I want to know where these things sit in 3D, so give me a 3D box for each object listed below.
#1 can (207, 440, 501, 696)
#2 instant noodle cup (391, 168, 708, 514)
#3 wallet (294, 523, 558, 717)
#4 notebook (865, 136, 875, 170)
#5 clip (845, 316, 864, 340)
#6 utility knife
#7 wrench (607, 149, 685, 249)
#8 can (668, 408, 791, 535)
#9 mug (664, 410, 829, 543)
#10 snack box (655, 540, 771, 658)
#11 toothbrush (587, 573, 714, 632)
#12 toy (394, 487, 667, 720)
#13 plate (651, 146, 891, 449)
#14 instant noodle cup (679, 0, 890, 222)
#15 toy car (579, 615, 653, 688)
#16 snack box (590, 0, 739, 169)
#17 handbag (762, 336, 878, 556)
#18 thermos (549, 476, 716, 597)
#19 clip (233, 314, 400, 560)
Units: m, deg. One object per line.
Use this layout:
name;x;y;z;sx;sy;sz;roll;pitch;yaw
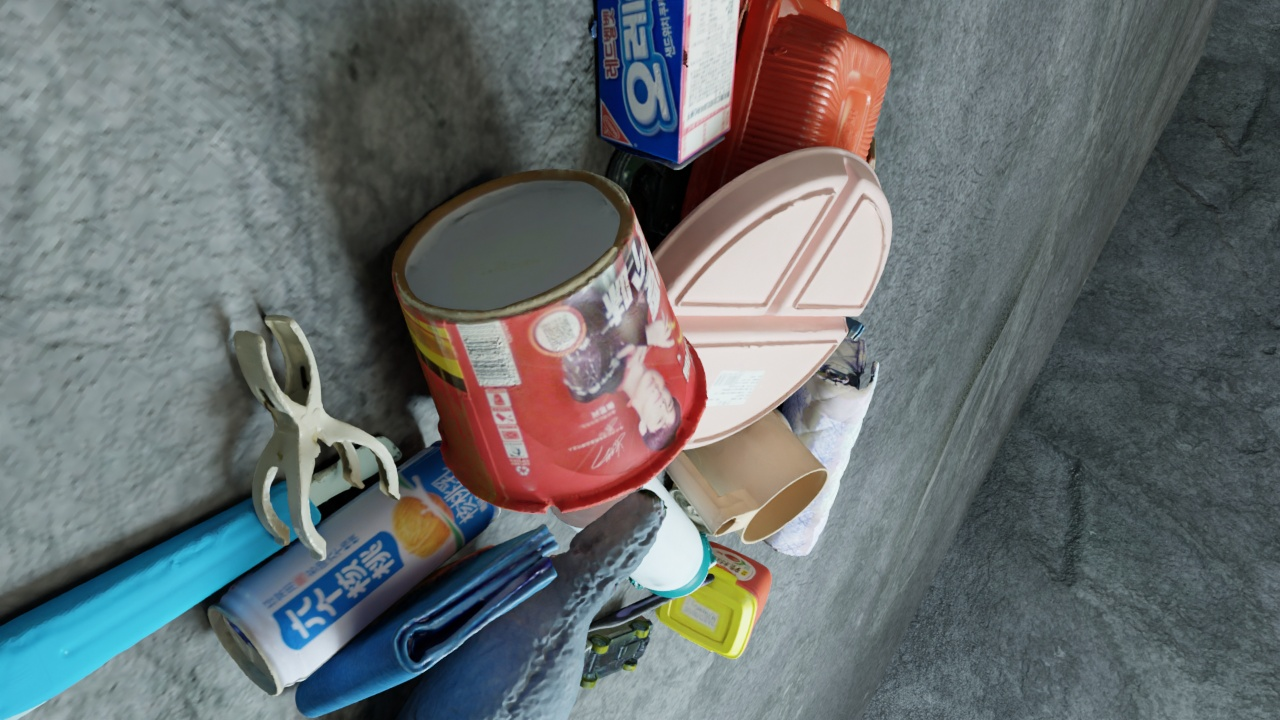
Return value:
can;-0.132;0.095;0.440;0.134;0.053;0.053;-38;142;-40
instant noodle cup;-0.043;-0.015;0.426;0.137;0.138;0.109;-47;140;-30
wallet;-0.108;0.133;0.465;0.106;0.040;0.133;-30;176;-46
notebook;0.169;-0.104;0.756;0.207;0.008;0.148;-52;158;-68
clip;0.210;-0.019;0.960;0.057;0.025;0.031;-59;147;4
utility knife;-0.177;0.080;0.389;0.198;0.018;0.034;-33;122;-47
wrench;0.025;-0.047;0.630;0.056;0.016;0.274;-49;148;-20
can;0.078;0.090;0.785;0.116;0.058;0.059;-46;147;-30
mug;0.066;0.076;0.693;0.124;0.103;0.084;-7;138;-45
snack box;0.071;0.217;0.848;0.080;0.091;0.082;-25;133;-60
toothbrush;-0.007;0.205;0.745;0.188;0.014;0.017;-11;134;-40
toy;-0.093;0.226;0.560;0.357;0.091;0.137;-61;159;18
plate;0.074;-0.028;0.582;0.229;0.028;0.230;-28;146;-22
instant noodle cup;0.100;-0.153;0.602;0.164;0.079;0.189;-19;127;-57
toy car;-0.027;0.236;0.752;0.090;0.035;0.042;-3;114;-52
snack box;0.014;-0.202;0.444;0.058;0.057;0.208;-42;144;-40
handbag;0.165;0.071;0.867;0.133;0.075;0.194;-58;162;-61
thermos;-0.001;0.125;0.676;0.073;0.073;0.224;-57;151;-14
clip;-0.134;0.030;0.395;0.092;0.035;0.103;-8;103;-54
